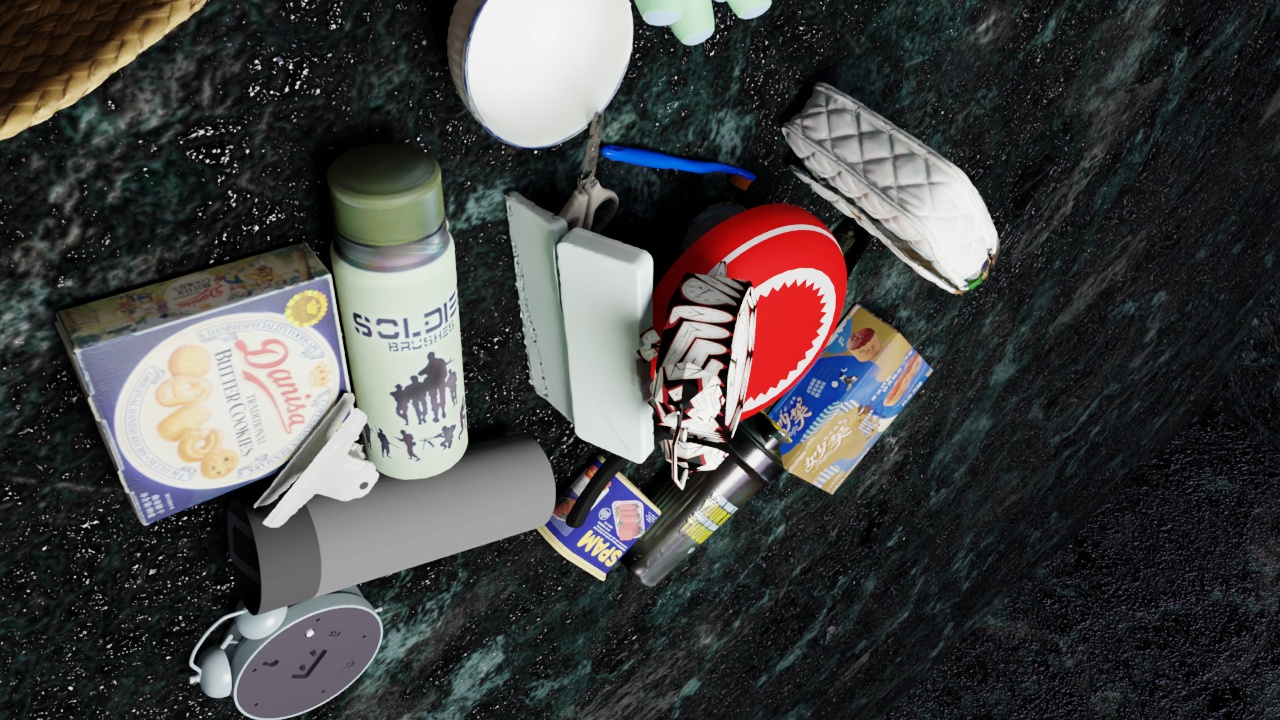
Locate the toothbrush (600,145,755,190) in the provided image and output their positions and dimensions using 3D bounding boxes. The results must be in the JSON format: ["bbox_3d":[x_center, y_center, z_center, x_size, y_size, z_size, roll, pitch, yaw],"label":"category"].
[{"bbox_3d":[0.034,-0.155,0.740,0.182,0.016,0.018,-3,130,-45],"label":"toothbrush"}]

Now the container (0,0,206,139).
[{"bbox_3d":[-0.245,-0.226,0.226,0.306,0.196,0.308,-29,142,-26],"label":"container"}]

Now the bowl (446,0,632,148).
[{"bbox_3d":[-0.069,-0.195,0.553,0.117,0.062,0.118,-27,140,-26],"label":"bowl"}]

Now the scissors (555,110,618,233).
[{"bbox_3d":[-0.046,-0.115,0.642,0.121,0.012,0.171,-42,169,5],"label":"scissors"}]

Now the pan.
[{"bbox_3d":[0.047,0.027,0.792,0.208,0.067,0.357,16,114,-49],"label":"pan"}]

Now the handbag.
[{"bbox_3d":[0.206,-0.144,0.782,0.072,0.195,0.138,-46,142,7],"label":"handbag"}]

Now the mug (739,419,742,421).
[{"bbox_3d":[0.100,0.007,0.924,0.082,0.073,0.105,-49,173,1],"label":"mug"}]

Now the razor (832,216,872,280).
[{"bbox_3d":[0.194,-0.084,0.955,0.151,0.054,0.067,-57,154,1],"label":"razor"}]

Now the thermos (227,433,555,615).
[{"bbox_3d":[-0.186,0.119,0.707,0.239,0.082,0.082,-10,130,-41],"label":"thermos"}]

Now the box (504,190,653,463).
[{"bbox_3d":[-0.047,-0.018,0.680,0.040,0.135,0.197,-44,148,-37],"label":"box"}]

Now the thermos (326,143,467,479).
[{"bbox_3d":[-0.156,-0.029,0.608,0.082,0.082,0.232,-24,138,-30],"label":"thermos"}]

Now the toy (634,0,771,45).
[{"bbox_3d":[0.011,-0.281,0.523,0.120,0.171,0.221,-20,-176,17],"label":"toy"}]

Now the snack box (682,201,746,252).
[{"bbox_3d":[0.097,-0.087,0.823,0.072,0.072,0.121,-54,143,7],"label":"snack box"}]

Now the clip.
[{"bbox_3d":[-0.202,0.077,0.614,0.102,0.050,0.058,-49,134,7],"label":"clip"}]

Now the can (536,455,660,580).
[{"bbox_3d":[-0.041,0.158,0.920,0.092,0.056,0.116,-47,145,-5],"label":"can"}]

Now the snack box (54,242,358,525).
[{"bbox_3d":[-0.257,0.014,0.568,0.144,0.042,0.145,-23,138,-30],"label":"snack box"}]

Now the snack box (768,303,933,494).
[{"bbox_3d":[0.246,0.052,1.111,0.203,0.069,0.155,-52,144,6],"label":"snack box"}]

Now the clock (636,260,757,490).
[{"bbox_3d":[0.034,0.014,0.627,0.115,0.065,0.154,79,24,-53],"label":"clock"}]

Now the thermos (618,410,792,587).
[{"bbox_3d":[0.064,0.141,0.990,0.221,0.098,0.098,-47,145,5],"label":"thermos"}]

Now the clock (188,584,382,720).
[{"bbox_3d":[-0.284,0.229,0.741,0.122,0.045,0.159,-53,144,6],"label":"clock"}]
